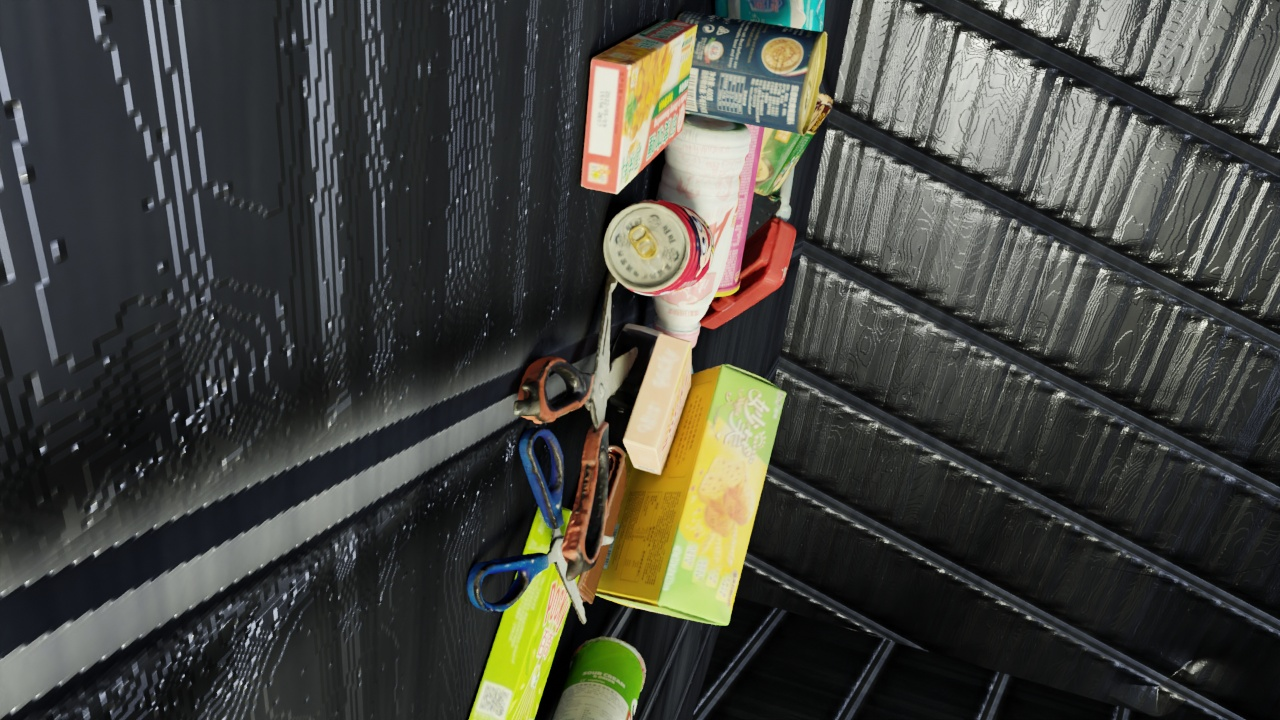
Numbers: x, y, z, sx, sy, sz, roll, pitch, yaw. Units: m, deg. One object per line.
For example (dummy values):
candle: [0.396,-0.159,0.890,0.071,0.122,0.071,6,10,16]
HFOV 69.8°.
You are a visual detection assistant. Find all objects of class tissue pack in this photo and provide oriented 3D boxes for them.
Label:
tissue pack: [0.112,-0.314,0.793,0.133,0.093,0.050,71,30,-68]

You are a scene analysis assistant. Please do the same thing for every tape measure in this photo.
tape measure: [-0.004,0.004,0.750,0.066,0.033,0.066,79,29,-67]

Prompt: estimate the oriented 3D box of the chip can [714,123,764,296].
chip can: [0.069,-0.166,0.808,0.071,0.071,0.211,-54,155,-61]

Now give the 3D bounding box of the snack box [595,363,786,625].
snack box: [0.038,0.119,0.817,0.158,0.070,0.209,-19,-130,64]

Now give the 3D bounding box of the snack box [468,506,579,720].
snack box: [-0.075,0.184,0.639,0.086,0.026,0.156,75,30,-67]

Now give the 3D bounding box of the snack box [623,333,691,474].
snack box: [0.016,0.039,0.720,0.157,0.026,0.084,80,28,-77]

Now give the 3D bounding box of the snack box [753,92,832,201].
snack box: [0.105,-0.219,0.866,0.106,0.117,0.118,-67,169,17]

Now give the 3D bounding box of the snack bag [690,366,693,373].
snack bag: [0.046,0.020,1.019,0.104,0.026,0.048,71,11,-68]

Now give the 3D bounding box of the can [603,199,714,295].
can: [0.014,-0.081,0.657,0.093,0.066,0.066,-26,128,-75]

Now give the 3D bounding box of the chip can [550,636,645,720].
chip can: [-0.047,0.315,0.742,0.235,0.072,0.072,-58,159,-74]

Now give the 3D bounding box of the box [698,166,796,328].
box: [0.117,-0.126,1.002,0.201,0.039,0.158,144,-35,-71]

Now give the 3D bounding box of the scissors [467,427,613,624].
scissors: [-0.059,0.117,0.590,0.173,0.012,0.162,-30,122,-59]

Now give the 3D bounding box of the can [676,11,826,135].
can: [0.078,-0.218,0.696,0.075,0.111,0.075,15,89,-76]

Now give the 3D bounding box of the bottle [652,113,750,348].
bottle: [0.042,-0.103,0.766,0.068,0.068,0.197,-56,159,-59]

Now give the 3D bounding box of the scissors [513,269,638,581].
scissors: [-0.033,0.036,0.610,0.225,0.015,0.189,-23,108,-70]

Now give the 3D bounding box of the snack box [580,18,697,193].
snack box: [0.001,-0.169,0.593,0.155,0.027,0.077,-58,159,-57]

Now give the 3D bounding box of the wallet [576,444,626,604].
wallet: [-0.038,0.136,0.755,0.101,0.032,0.124,79,27,-70]
